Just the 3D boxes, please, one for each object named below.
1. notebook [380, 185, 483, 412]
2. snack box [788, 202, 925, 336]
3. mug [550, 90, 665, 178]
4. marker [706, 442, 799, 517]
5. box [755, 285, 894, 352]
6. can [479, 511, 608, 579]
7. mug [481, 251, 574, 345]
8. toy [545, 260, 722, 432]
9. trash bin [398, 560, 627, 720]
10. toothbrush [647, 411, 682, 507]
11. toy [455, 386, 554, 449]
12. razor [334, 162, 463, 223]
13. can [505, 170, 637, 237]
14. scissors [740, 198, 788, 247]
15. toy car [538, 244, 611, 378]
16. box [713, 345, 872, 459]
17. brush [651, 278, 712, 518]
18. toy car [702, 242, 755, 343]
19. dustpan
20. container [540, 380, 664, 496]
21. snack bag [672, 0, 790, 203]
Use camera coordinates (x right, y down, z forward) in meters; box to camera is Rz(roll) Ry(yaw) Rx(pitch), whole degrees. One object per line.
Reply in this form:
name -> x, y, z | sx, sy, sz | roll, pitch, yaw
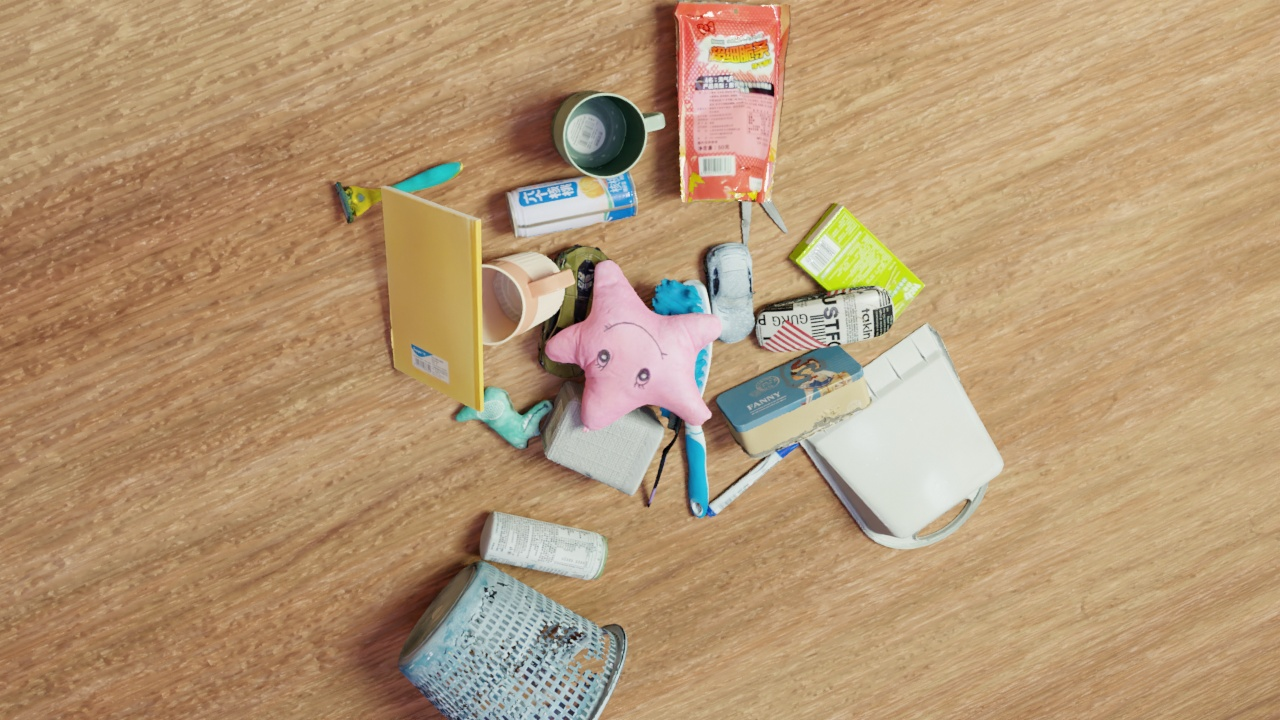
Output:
notebook -> -0.211, -0.062, 0.932 | 0.010, 0.146, 0.207 | -26, 129, -45
snack box -> 0.261, -0.107, 1.100 | 0.156, 0.026, 0.086 | 37, 97, -21
mug -> -0.033, -0.237, 0.942 | 0.111, 0.106, 0.082 | -15, 110, -8
marker -> 0.140, 0.148, 1.161 | 0.146, 0.017, 0.017 | -40, 112, 2
box -> 0.216, -0.045, 1.080 | 0.164, 0.055, 0.070 | -13, 136, 9
can -> -0.116, 0.223, 1.100 | 0.146, 0.058, 0.058 | 15, 103, -18
mug -> -0.122, -0.072, 0.954 | 0.115, 0.105, 0.081 | -16, 99, 23
toy -> -0.006, 0.006, 0.982 | 0.194, 0.074, 0.178 | 31, 94, 9
trash bin -> -0.159, 0.346, 1.062 | 0.195, 0.226, 0.226 | 41, 94, -10
toothbrush -> 0.024, 0.119, 1.078 | 0.017, 0.014, 0.189 | 22, 137, 6
toy -> -0.150, 0.063, 1.053 | 0.097, 0.030, 0.092 | -37, 117, 15
razor -> -0.246, -0.181, 0.950 | 0.132, 0.028, 0.043 | -19, 89, -3
can -> -0.074, -0.168, 0.983 | 0.134, 0.053, 0.053 | -13, 110, -10
scissors -> 0.119, -0.217, 1.038 | 0.177, 0.014, 0.159 | 25, 102, -22
toy car -> -0.073, -0.052, 1.031 | 0.070, 0.042, 0.158 | 6, 109, -15
box -> 0.178, 0.051, 1.099 | 0.184, 0.089, 0.060 | -24, 118, -7
brush -> 0.056, 0.055, 1.078 | 0.061, 0.109, 0.315 | 6, 104, 23
toy car -> 0.105, -0.078, 1.067 | 0.054, 0.037, 0.121 | -9, 112, -11
dustpan -> 0.350, 0.126, 1.209 | 0.222, 0.142, 0.257 | -35, 83, -1
container -> -0.048, 0.085, 1.057 | 0.114, 0.090, 0.090 | 23, 100, -16
snack bag -> 0.095, -0.271, 0.974 | 0.128, 0.073, 0.208 | -4, 103, -16
